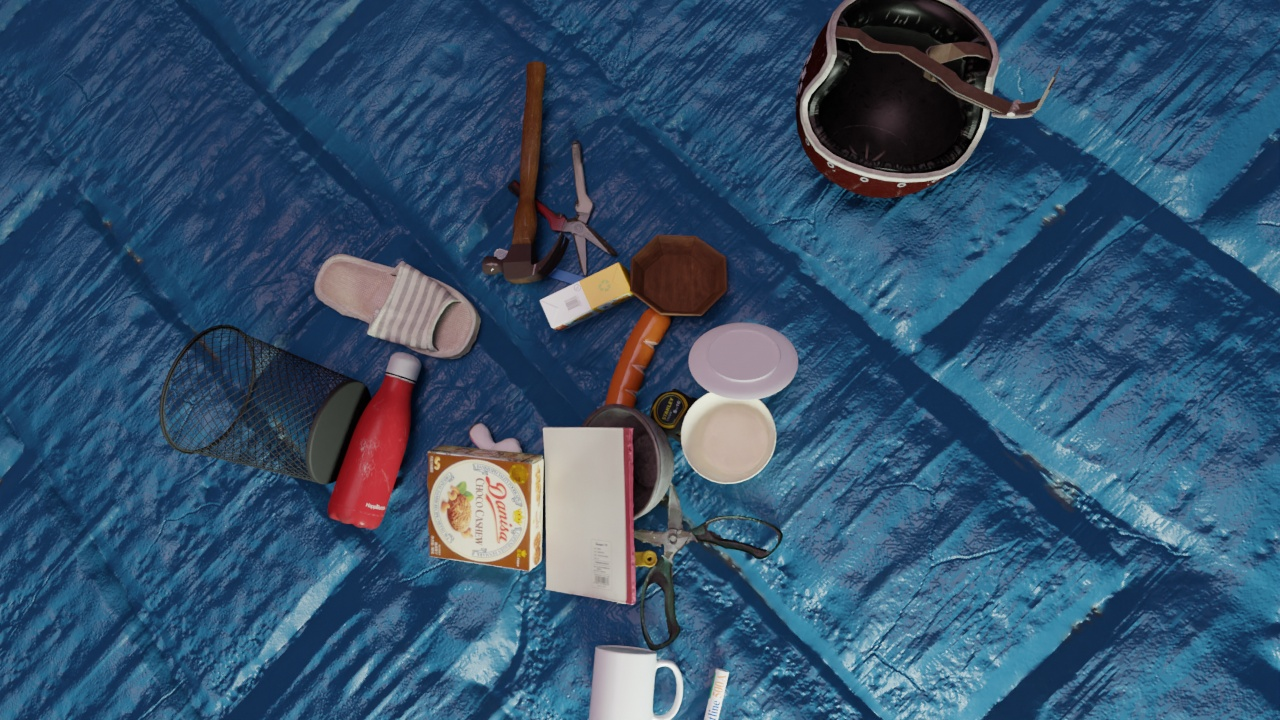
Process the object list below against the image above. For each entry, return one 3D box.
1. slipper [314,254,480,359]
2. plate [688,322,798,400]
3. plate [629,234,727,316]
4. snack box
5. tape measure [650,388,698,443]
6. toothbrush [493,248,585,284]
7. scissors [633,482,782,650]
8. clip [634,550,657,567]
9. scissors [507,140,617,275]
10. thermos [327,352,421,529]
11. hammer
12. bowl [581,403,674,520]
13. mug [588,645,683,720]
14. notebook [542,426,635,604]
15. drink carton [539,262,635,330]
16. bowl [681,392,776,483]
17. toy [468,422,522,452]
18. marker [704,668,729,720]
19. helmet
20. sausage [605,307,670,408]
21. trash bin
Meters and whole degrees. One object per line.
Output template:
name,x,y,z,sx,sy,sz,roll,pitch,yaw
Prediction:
slipper,-0.351,-0.083,1.297,0.273,0.054,0.114,23,80,19
plate,0.127,-0.005,1.134,0.134,0.011,0.134,-3,45,3
plate,0.048,-0.105,1.188,0.131,0.025,0.131,0,61,-1
snack box,-0.199,0.187,1.177,0.147,0.041,0.143,5,100,15
tape measure,0.044,0.068,1.167,0.061,0.034,0.061,25,84,16
toothbrush,-0.129,-0.124,1.264,0.167,0.014,0.016,19,83,17
scissors,0.074,0.248,1.118,0.205,0.015,0.201,-2,75,8
clip,-0.006,0.248,1.145,0.048,0.046,0.054,-11,72,38
scissors,-0.101,-0.219,1.277,0.199,0.015,0.179,20,84,18
thermos,-0.352,0.105,1.243,0.073,0.073,0.239,14,82,17
hammer,-0.153,-0.264,1.276,0.115,0.033,0.322,-2,77,16
bowl,-0.010,0.126,1.136,0.145,0.067,0.145,-2,87,42
mug,-0.003,0.393,1.096,0.110,0.074,0.090,7,79,-10
notebook,-0.065,0.186,1.130,0.153,0.012,0.208,-3,87,41
drink carton,-0.070,-0.082,1.212,0.122,0.058,0.040,-25,84,8
bowl,0.112,0.096,1.127,0.115,0.062,0.115,-3,78,14
toy,-0.189,0.136,1.212,0.123,0.038,0.079,27,80,20
marker,0.080,0.440,1.086,0.017,0.017,0.145,12,81,17
helmet,0.302,-0.311,1.065,0.233,0.254,0.233,9,55,1
sausage,-0.007,0.007,1.190,0.044,0.039,0.164,20,84,18
trash bin,-0.494,0.067,1.240,0.210,0.184,0.184,16,82,12
